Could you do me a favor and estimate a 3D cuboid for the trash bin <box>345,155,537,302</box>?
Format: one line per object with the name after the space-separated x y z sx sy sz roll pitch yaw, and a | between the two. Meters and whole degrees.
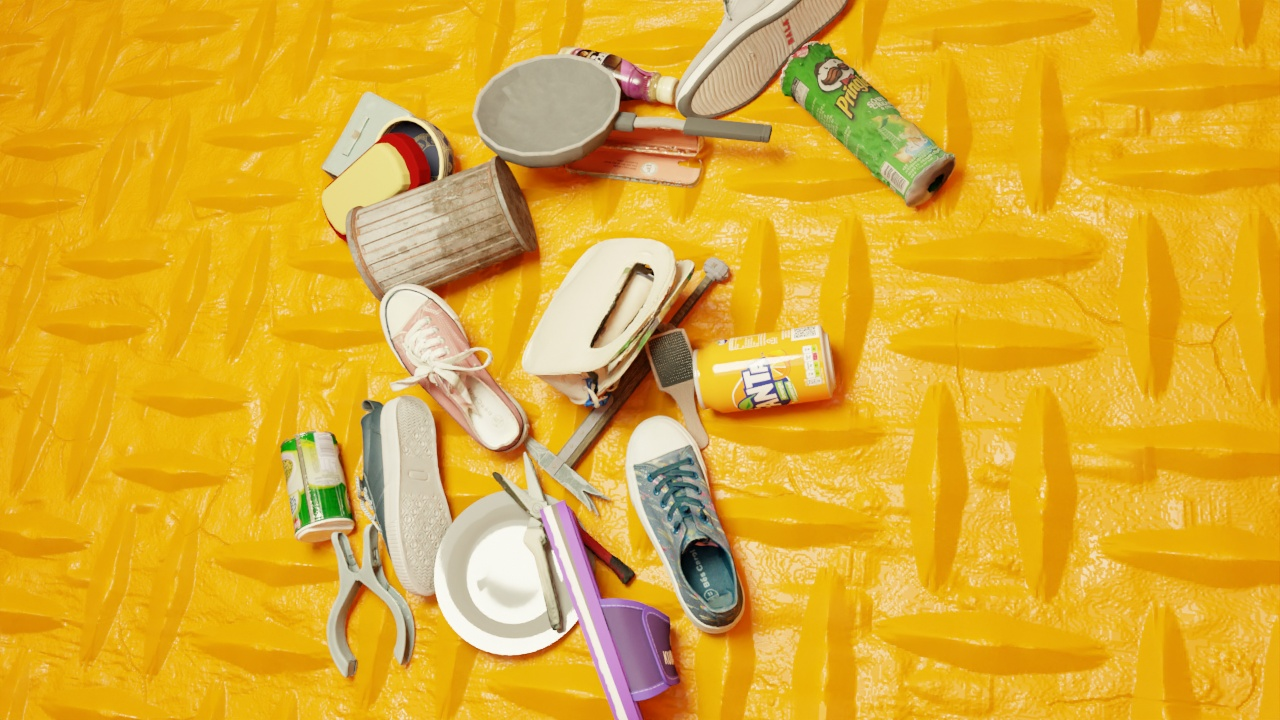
-0.248 -0.155 1.121 0.211 0.131 0.130 -19 68 8 | trash bin

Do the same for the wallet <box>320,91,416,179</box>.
-0.367 -0.292 1.248 0.100 0.054 0.131 25 86 23 | wallet

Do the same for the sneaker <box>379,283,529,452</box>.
-0.222 0.008 1.040 0.118 0.088 0.241 -43 79 6 | sneaker

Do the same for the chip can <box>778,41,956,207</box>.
0.255 -0.269 1.040 0.075 0.075 0.223 -40 66 1 | chip can

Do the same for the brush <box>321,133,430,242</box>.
-0.347 -0.219 1.177 0.174 0.041 0.082 -30 88 29 | brush

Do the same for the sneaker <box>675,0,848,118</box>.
0.125 -0.409 1.122 0.263 0.097 0.128 -44 54 0 | sneaker

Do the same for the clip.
-0.338 0.280 1.046 0.141 0.029 0.171 -24 75 8 | clip

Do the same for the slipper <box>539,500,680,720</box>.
-0.016 0.259 0.921 0.084 0.107 0.266 -21 74 -7 | slipper

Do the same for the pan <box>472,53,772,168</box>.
-0.024 -0.281 1.083 0.357 0.041 0.178 9 58 14 | pan

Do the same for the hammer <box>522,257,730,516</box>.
-0.006 0.007 1.050 0.147 0.028 0.316 36 85 29 | hammer

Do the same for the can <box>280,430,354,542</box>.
-0.385 0.151 1.093 0.067 0.067 0.120 -23 67 8 | can

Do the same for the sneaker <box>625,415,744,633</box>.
0.043 0.163 0.944 0.087 0.079 0.235 -19 71 -4 | sneaker

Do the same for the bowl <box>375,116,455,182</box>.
-0.285 -0.260 1.197 0.112 0.061 0.112 7 106 25 | bowl

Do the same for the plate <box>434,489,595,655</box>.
-0.138 0.231 1.011 0.178 0.012 0.178 -2 71 5 | plate

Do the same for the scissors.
-0.091 0.199 1.001 0.193 0.015 0.179 12 73 9 | scissors

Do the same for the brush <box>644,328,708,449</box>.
0.047 0.032 1.011 0.050 0.015 0.135 -17 85 -8 | brush

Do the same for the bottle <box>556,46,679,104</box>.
-0.029 -0.355 1.160 0.166 0.059 0.059 18 78 20 | bottle

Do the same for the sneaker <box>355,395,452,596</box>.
-0.278 0.153 1.049 0.088 0.089 0.235 -17 74 28 | sneaker

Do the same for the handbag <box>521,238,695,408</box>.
-0.020 -0.043 0.990 0.200 0.093 0.200 -1 56 57 | handbag

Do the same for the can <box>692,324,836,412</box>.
0.133 0.011 0.979 0.143 0.079 0.079 -9 70 14 | can

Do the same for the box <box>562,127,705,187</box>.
-0.012 -0.260 1.134 0.187 0.083 0.043 9 33 21 | box
